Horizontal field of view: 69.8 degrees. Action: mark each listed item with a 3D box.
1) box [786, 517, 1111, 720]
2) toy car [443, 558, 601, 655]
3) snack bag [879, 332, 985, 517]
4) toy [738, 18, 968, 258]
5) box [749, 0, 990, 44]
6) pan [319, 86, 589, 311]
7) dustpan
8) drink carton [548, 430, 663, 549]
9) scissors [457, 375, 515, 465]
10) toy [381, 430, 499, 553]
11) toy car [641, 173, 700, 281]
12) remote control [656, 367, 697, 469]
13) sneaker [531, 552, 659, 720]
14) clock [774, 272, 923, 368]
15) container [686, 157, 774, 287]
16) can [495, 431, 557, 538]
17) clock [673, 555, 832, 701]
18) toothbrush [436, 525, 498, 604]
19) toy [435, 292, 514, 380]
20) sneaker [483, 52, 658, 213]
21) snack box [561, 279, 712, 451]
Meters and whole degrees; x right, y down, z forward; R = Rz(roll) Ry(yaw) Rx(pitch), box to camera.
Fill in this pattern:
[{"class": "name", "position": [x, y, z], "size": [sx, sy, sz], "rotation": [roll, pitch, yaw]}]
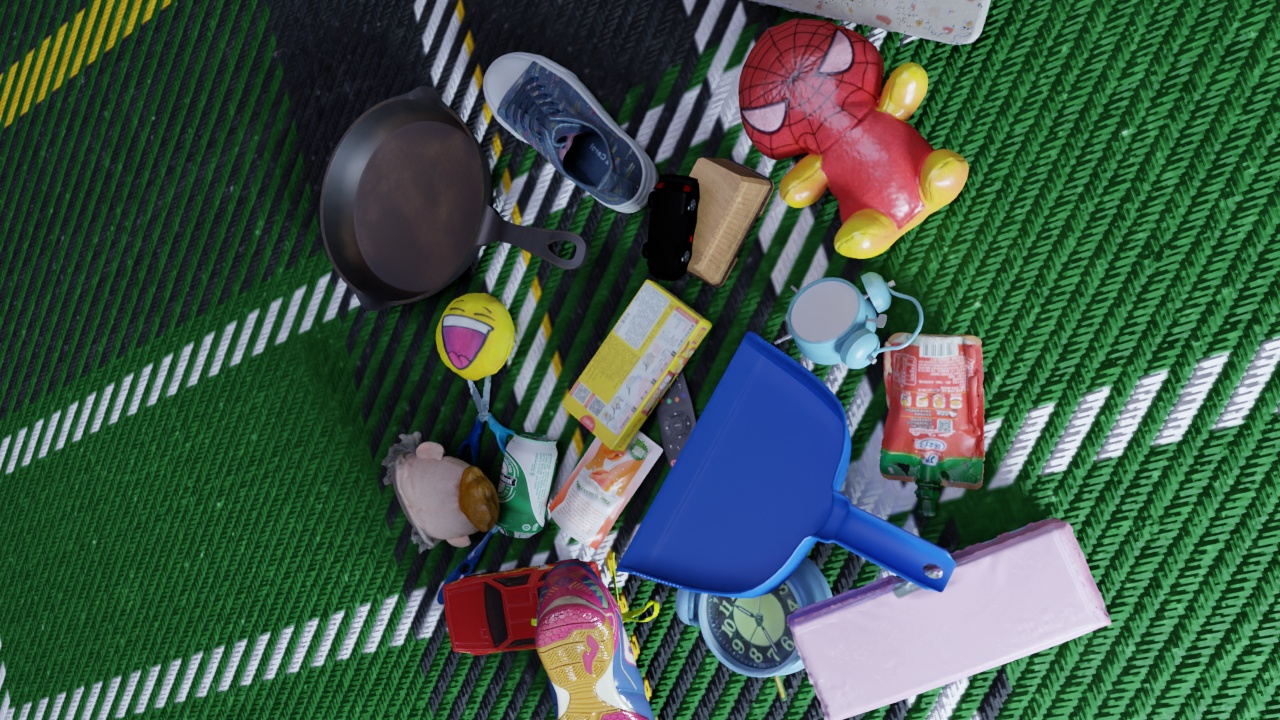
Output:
[{"class": "box", "position": [0.239, 0.206, 0.726], "size": [0.233, 0.046, 0.098], "rotation": [-24, 88, 7]}, {"class": "toy car", "position": [-0.119, 0.250, 0.924], "size": [0.190, 0.056, 0.081], "rotation": [-14, 81, 26]}, {"class": "snack bag", "position": [0.241, 0.055, 0.764], "size": [0.087, 0.044, 0.155], "rotation": [2, 93, 32]}, {"class": "toy", "position": [0.169, -0.195, 0.774], "size": [0.148, 0.098, 0.216], "rotation": [-35, 74, 10]}, {"class": "box", "position": [0.203, -0.345, 0.775], "size": [0.216, 0.107, 0.095], "rotation": [24, 135, 26]}, {"class": "pan", "position": [-0.199, -0.154, 0.985], "size": [0.356, 0.043, 0.249], "rotation": [19, 97, 26]}, {"class": "dustpan", "position": [0.131, 0.120, 0.755], "size": [0.258, 0.059, 0.245], "rotation": [25, 80, 28]}, {"class": "drink carton", "position": [-0.035, 0.116, 0.902], "size": [0.069, 0.038, 0.122], "rotation": [37, 98, 22]}, {"class": "scissors", "position": [-0.176, 0.062, 0.983], "size": [0.104, 0.015, 0.133], "rotation": [-33, 73, 23]}, {"class": "toy", "position": [-0.196, 0.135, 0.940], "size": [0.176, 0.076, 0.133], "rotation": [1, 117, 45]}, {"class": "toy car", "position": [0.030, -0.116, 0.805], "size": [0.042, 0.036, 0.092], "rotation": [13, 103, 28]}, {"class": "remote control", "position": [0.033, 0.041, 0.880], "size": [0.039, 0.010, 0.124], "rotation": [-15, 82, 25]}, {"class": "sneaker", "position": [-0.030, 0.284, 0.842], "size": [0.116, 0.091, 0.242], "rotation": [-14, 118, 2]}, {"class": "clock", "position": [0.180, -0.033, 0.783], "size": [0.123, 0.042, 0.087], "rotation": [5, 67, 36]}, {"class": "container", "position": [0.064, -0.131, 0.843], "size": [0.063, 0.061, 0.114], "rotation": [32, 102, 24]}, {"class": "can", "position": [-0.116, 0.126, 0.927], "size": [0.053, 0.053, 0.101], "rotation": [14, 94, 26]}, {"class": "clock", "position": [0.095, 0.212, 0.816], "size": [0.162, 0.060, 0.118], "rotation": [36, 105, 26]}, {"class": "toothbrush", "position": [-0.181, 0.214, 0.977], "size": [0.021, 0.016, 0.132], "rotation": [35, 105, -5]}, {"class": "toy", "position": [-0.174, -0.026, 0.969], "size": [0.095, 0.041, 0.094], "rotation": [14, 92, 27]}, {"class": "sneaker", "position": [-0.081, -0.236, 0.910], "size": [0.235, 0.079, 0.087], "rotation": [44, 107, 21]}, {"class": "snack box", "position": [-0.005, 0.005, 0.877], "size": [0.075, 0.025, 0.152], "rotation": [40, 100, 28]}]
